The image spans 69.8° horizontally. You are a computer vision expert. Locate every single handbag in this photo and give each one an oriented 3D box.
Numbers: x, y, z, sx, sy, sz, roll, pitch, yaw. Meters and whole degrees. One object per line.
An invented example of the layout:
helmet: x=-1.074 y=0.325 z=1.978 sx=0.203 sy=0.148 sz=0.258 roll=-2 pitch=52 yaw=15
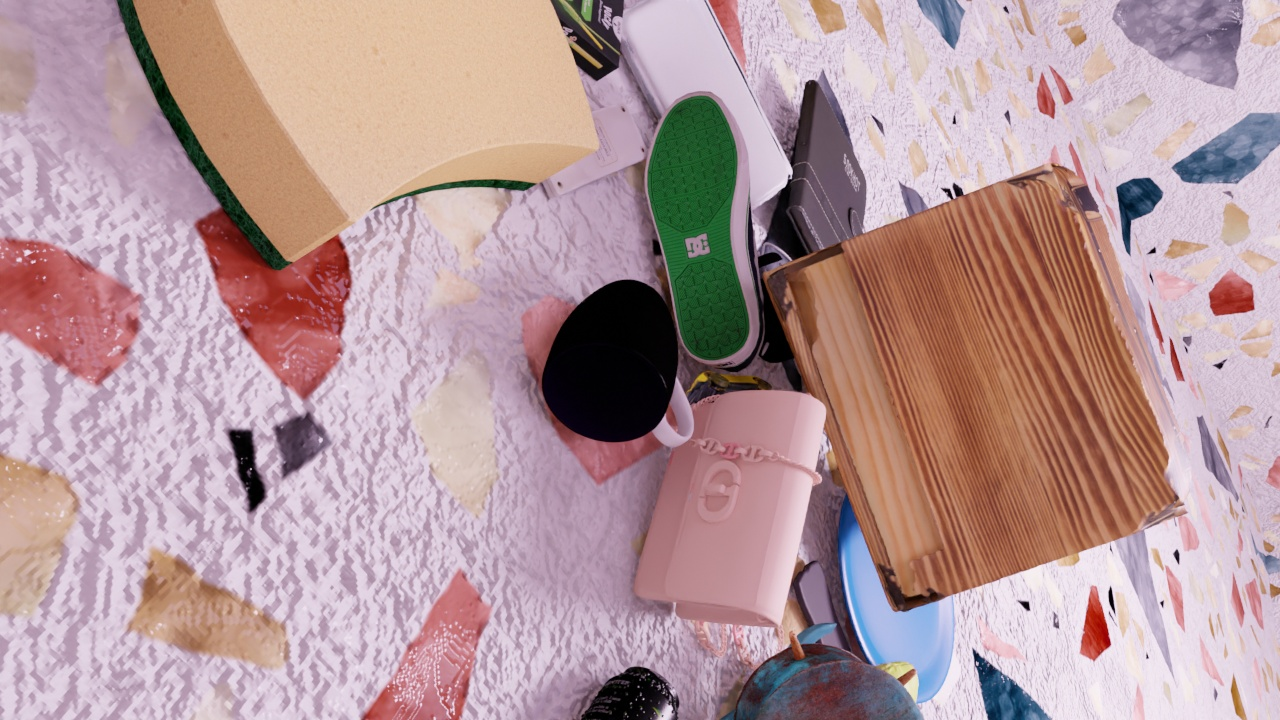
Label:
handbag: x=0.107 y=0.115 z=0.664 sx=0.187 sy=0.117 sz=0.198 roll=34 pitch=61 yaw=-35

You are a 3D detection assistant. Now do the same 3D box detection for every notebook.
notebook: x=0.204 y=-0.173 z=0.982 sx=0.169 sy=0.030 sz=0.208 roll=51 pitch=43 yaw=-39

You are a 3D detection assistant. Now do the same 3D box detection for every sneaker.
sneaker: x=0.059 y=-0.104 z=0.761 sx=0.079 sy=0.084 sz=0.235 roll=28 pitch=54 yaw=-68

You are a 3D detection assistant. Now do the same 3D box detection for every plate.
plate: x=0.242 y=0.213 z=0.887 sx=0.224 sy=0.024 sz=0.224 roll=23 pitch=58 yaw=-43

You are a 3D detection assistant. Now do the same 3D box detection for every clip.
clip: x=0.120 y=0.250 z=0.654 sx=0.119 sy=0.033 sz=0.120 roll=38 pitch=73 yaw=-2

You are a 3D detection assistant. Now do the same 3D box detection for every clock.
clock: x=0.119 y=0.268 z=0.599 sx=0.121 sy=0.073 sz=0.157 roll=19 pitch=82 yaw=-7
clock: x=0.131 y=-0.052 z=0.848 sx=0.091 sy=0.043 sz=0.120 roll=23 pitch=58 yaw=-44

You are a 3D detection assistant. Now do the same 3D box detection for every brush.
brush: x=-0.150 y=-0.181 z=0.535 sx=0.249 sy=0.075 sz=0.195 roll=-34 pitch=101 yaw=-51

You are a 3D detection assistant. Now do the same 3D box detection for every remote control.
remote control: x=0.160 y=0.236 z=0.790 sx=0.046 sy=0.009 sz=0.124 roll=-26 pitch=98 yaw=-52
remote control: x=-0.040 y=-0.166 z=0.714 sx=0.135 sy=0.011 sz=0.050 roll=-37 pitch=104 yaw=-51

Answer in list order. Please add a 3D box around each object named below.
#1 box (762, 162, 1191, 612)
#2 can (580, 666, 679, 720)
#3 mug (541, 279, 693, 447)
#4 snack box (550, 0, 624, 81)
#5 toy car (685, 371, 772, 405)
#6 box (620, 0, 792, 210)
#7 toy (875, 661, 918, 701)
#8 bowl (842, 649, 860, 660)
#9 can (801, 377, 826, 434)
box: x=0.266 y=0.012 z=0.717 sx=0.220 sy=0.259 sz=0.279 roll=-18 pitch=89 yaw=-62
can: x=-0.026 y=0.240 z=0.527 sx=0.054 sy=0.054 sz=0.137 roll=61 pitch=39 yaw=-13
mug: x=-0.004 y=0.004 z=0.628 sx=0.119 sy=0.085 sz=0.100 roll=45 pitch=32 yaw=-21
snack box: x=-0.074 y=-0.295 z=0.716 sx=0.147 sy=0.025 sz=0.080 roll=28 pitch=55 yaw=-41
toy car: x=0.067 y=0.033 z=0.736 sx=0.106 sy=0.049 sz=0.030 roll=8 pitch=25 yaw=-50
box: x=0.075 y=-0.246 z=0.848 sx=0.185 sy=0.084 sz=0.211 roll=-41 pitch=108 yaw=-44
toy: x=0.192 y=0.301 z=0.765 sx=0.115 sy=0.046 sz=0.092 roll=-8 pitch=106 yaw=-40
bowl: x=0.134 y=0.275 z=0.691 sx=0.110 sy=0.055 sz=0.110 roll=2 pitch=74 yaw=-8
can: x=0.197 y=0.029 z=0.893 sx=0.086 sy=0.043 sz=0.086 roll=23 pitch=59 yaw=-43
